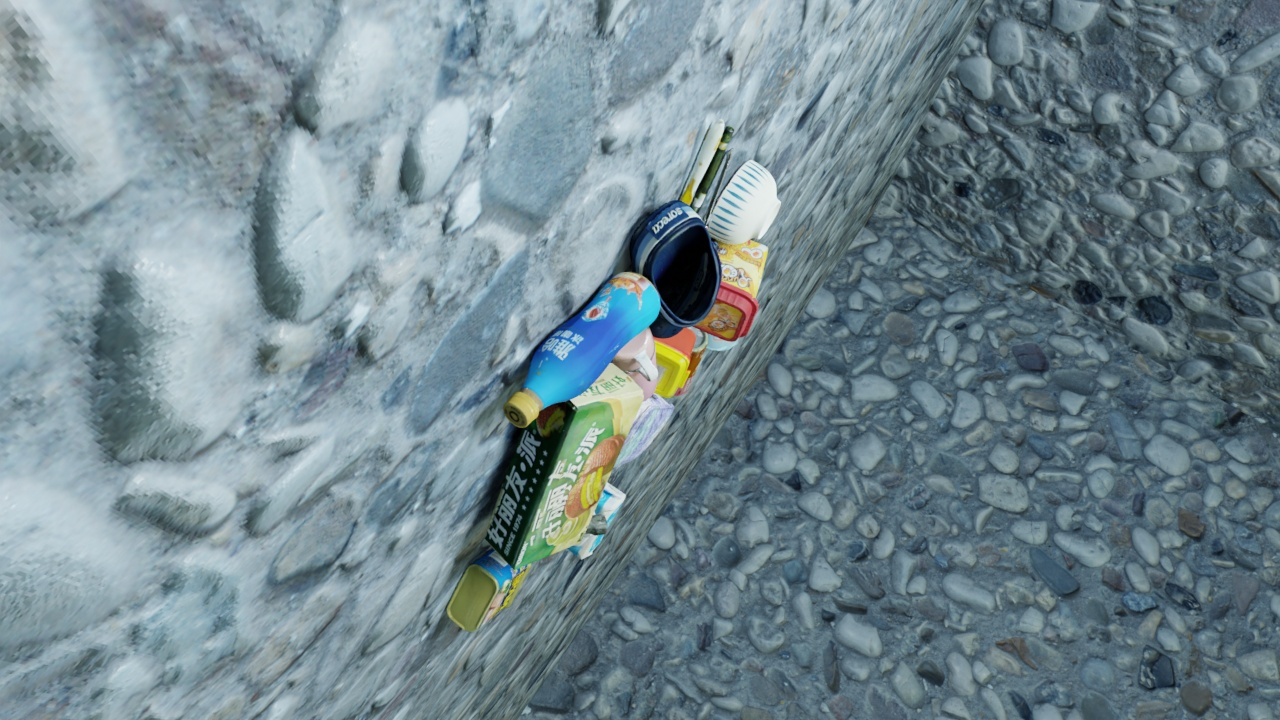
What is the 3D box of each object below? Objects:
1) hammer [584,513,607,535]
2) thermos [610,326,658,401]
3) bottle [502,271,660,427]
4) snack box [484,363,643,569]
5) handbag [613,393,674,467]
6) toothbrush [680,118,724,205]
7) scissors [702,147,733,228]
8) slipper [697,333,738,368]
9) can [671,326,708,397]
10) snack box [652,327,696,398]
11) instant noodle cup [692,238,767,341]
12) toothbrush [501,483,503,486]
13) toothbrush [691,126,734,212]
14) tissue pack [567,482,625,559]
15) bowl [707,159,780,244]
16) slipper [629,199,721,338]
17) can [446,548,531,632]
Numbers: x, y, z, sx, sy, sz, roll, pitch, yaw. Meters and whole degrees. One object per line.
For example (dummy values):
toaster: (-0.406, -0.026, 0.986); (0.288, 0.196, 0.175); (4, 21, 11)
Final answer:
hammer: (-0.068, 0.146, 1.210); (0.126, 0.032, 0.324); (-4, 141, -25)
thermos: (-0.007, 0.007, 1.135); (0.067, 0.087, 0.199); (-35, 166, -9)
bottle: (-0.059, -0.010, 0.916); (0.218, 0.065, 0.065); (-48, 166, -40)
snack box: (-0.089, 0.121, 1.049); (0.114, 0.063, 0.241); (-12, 134, -48)
handbag: (-0.026, 0.099, 1.347); (0.134, 0.075, 0.193); (-53, 168, 6)
toothbrush: (0.056, -0.190, 1.035); (0.192, 0.016, 0.018); (-66, 177, 39)
scissors: (0.079, -0.170, 1.162); (0.197, 0.015, 0.205); (85, 27, -86)
slipper: (0.131, -0.036, 1.637); (0.246, 0.074, 0.103); (-59, 168, 21)
can: (0.068, 0.001, 1.509); (0.057, 0.058, 0.148); (-49, 167, -33)
snack box: (0.037, -0.005, 1.312); (0.079, 0.082, 0.091); (-59, 175, -46)
instant noodle cup: (0.123, -0.111, 1.320); (0.116, 0.116, 0.123); (102, 12, -61)
toothbrush: (-0.153, 0.176, 1.164); (0.029, 0.021, 0.189); (-15, 161, -8)
toothbrush: (0.075, -0.196, 1.089); (0.012, 0.017, 0.186); (-63, 178, -49)
tissue pack: (-0.090, 0.231, 1.400); (0.063, 0.090, 0.140); (-39, 160, -58)
bowl: (0.147, -0.205, 1.246); (0.116, 0.066, 0.116); (-54, 169, -16)
slipper: (0.048, -0.091, 1.039); (0.105, 0.095, 0.253); (-35, 161, -10)
can: (-0.200, 0.297, 1.206); (0.102, 0.057, 0.083); (-62, 166, 22)
